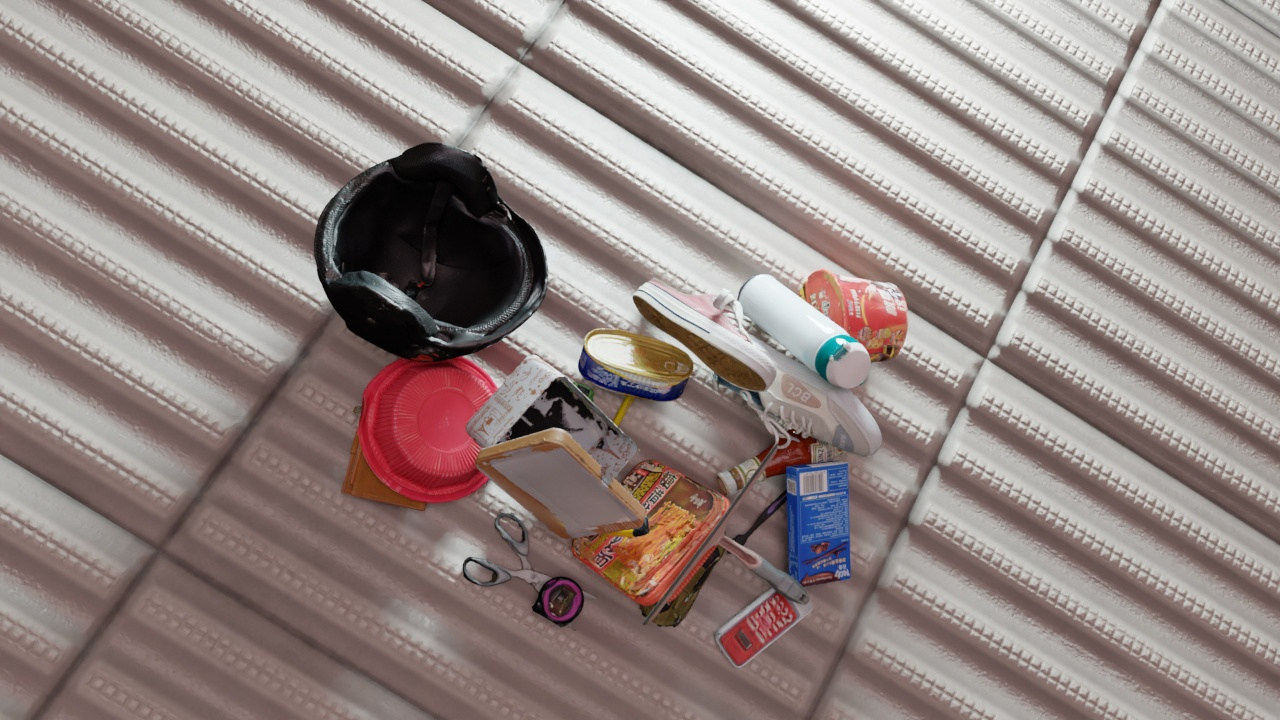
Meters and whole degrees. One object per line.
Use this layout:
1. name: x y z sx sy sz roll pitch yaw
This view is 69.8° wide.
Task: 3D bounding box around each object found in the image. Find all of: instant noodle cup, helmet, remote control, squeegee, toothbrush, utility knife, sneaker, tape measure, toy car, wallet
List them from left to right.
1. wallet: -0.313 0.113 1.152 0.119 0.035 0.130 14 76 -8
2. helmet: -0.254 -0.111 1.113 0.274 0.231 0.233 25 67 -8
3. instant noodle cup: -0.246 0.078 1.131 0.193 0.066 0.193 4 80 -24
4. tape measure: -0.099 0.298 1.138 0.057 0.039 0.057 35 74 -5
5. toy car: -0.091 0.072 1.201 0.043 0.036 0.091 22 79 -6
6. utility knife: -0.055 0.199 1.135 0.015 0.165 0.033 59 46 -33
7. toothbrush: -0.043 0.108 1.210 0.016 0.016 0.189 31 74 -9
8. instant noodle cup: 0.021 0.219 1.133 0.164 0.189 0.079 -47 123 -15
9. toy car: 0.055 0.267 1.181 0.070 0.042 0.158 34 72 -2
10. sneaker: 0.095 -0.050 1.190 0.087 0.118 0.241 -43 53 -13
11. squeegee: 0.136 0.244 1.102 0.247 0.040 0.249 -53 132 -4
12. remote control: 0.161 0.339 1.192 0.135 0.020 0.056 -33 84 -15
13. toothbrush: 0.181 0.194 1.234 0.188 0.017 0.014 -40 98 -18
14. sneaker: 0.193 0.059 1.185 0.242 0.090 0.090 35 63 30
15. instant noodle cup: 0.289 -0.055 1.247 0.108 0.138 0.137 0 78 -18

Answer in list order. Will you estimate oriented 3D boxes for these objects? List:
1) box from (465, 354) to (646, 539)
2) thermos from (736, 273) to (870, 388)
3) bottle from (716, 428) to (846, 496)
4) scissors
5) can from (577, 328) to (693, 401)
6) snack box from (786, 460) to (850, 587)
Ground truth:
1. box: -0.087 0.119 1.075 0.153 0.181 0.182 -50 128 -9
2. thermos: 0.211 -0.037 1.188 0.073 0.224 0.073 -14 124 -22
3. bottle: 0.198 0.126 1.225 0.206 0.060 0.059 -23 82 -14
4. scissors: -0.142 0.269 1.161 0.175 0.014 0.159 -6 81 -13
5. can: -0.007 0.007 1.206 0.148 0.049 0.074 14 45 -6
6. snack box: 0.233 0.213 1.200 0.084 0.026 0.157 -3 94 -26
